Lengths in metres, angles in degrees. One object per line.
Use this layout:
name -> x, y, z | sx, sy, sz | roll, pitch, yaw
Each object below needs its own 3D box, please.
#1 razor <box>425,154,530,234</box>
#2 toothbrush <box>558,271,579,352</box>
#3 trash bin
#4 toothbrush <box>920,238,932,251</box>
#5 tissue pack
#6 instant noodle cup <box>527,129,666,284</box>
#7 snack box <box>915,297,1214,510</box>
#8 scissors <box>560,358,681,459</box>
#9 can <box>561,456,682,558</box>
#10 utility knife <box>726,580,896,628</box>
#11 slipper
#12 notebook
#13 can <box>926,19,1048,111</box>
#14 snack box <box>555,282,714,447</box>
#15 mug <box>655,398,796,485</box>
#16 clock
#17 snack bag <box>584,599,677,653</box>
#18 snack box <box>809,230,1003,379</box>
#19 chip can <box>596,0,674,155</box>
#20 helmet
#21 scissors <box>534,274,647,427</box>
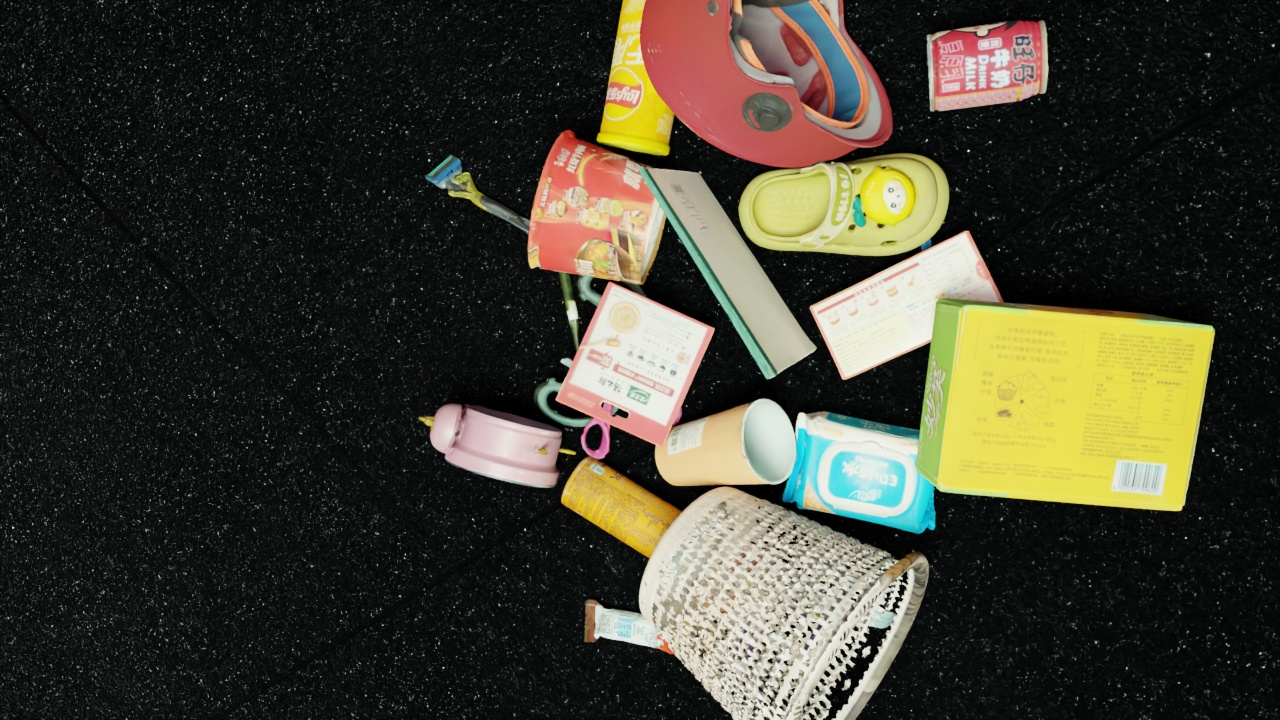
razor -> -0.156, -0.165, 0.966 | 0.143, 0.022, 0.042 | 32, 60, 9
toothbrush -> -0.069, -0.058, 0.954 | 0.017, 0.012, 0.186 | -12, 92, 13
trash bin -> 0.114, 0.222, 0.820 | 0.192, 0.227, 0.228 | 30, 105, 32
toothbrush -> 0.277, -0.037, 0.847 | 0.014, 0.016, 0.189 | -11, 90, 24
tissue pack -> 0.209, 0.104, 0.855 | 0.140, 0.063, 0.090 | 11, 99, 16
instant noodle cup -> -0.035, -0.140, 0.874 | 0.108, 0.137, 0.138 | 15, 100, 5
snack box -> 0.349, 0.034, 0.770 | 0.210, 0.070, 0.158 | 5, 98, -1
scissors -> -0.026, 0.040, 0.923 | 0.133, 0.017, 0.135 | 31, 96, 2
can -> -0.007, 0.157, 0.932 | 0.146, 0.058, 0.058 | 30, 104, 12
utility knife -> 0.146, 0.236, 0.918 | 0.213, 0.022, 0.031 | 8, 102, 12
slipper -> 0.179, -0.138, 0.831 | 0.191, 0.081, 0.091 | -1, 98, 20
notebook -> 0.083, -0.085, 0.830 | 0.012, 0.150, 0.209 | -34, 85, 24
can -> 0.296, -0.253, 0.787 | 0.094, 0.066, 0.066 | -3, 95, 18
snack box -> -0.005, 0.005, 0.891 | 0.113, 0.044, 0.127 | 24, 83, -1
mug -> 0.076, 0.085, 0.873 | 0.123, 0.078, 0.078 | -15, 91, 44
clock -> -0.153, 0.082, 0.943 | 0.158, 0.117, 0.060 | 14, 89, 13
snack bag -> -0.009, 0.279, 0.963 | 0.104, 0.026, 0.048 | 1, 90, 18
snack box -> 0.242, -0.048, 0.838 | 0.156, 0.027, 0.077 | -27, 83, 24
chip can -> 0.012, -0.306, 0.869 | 0.072, 0.072, 0.213 | 14, 100, 16
helmet -> 0.096, -0.258, 0.793 | 0.144, 0.206, 0.240 | -24, 120, 40
scissors -> -0.036, -0.016, 0.937 | 0.170, 0.019, 0.179 | -13, 91, 9
